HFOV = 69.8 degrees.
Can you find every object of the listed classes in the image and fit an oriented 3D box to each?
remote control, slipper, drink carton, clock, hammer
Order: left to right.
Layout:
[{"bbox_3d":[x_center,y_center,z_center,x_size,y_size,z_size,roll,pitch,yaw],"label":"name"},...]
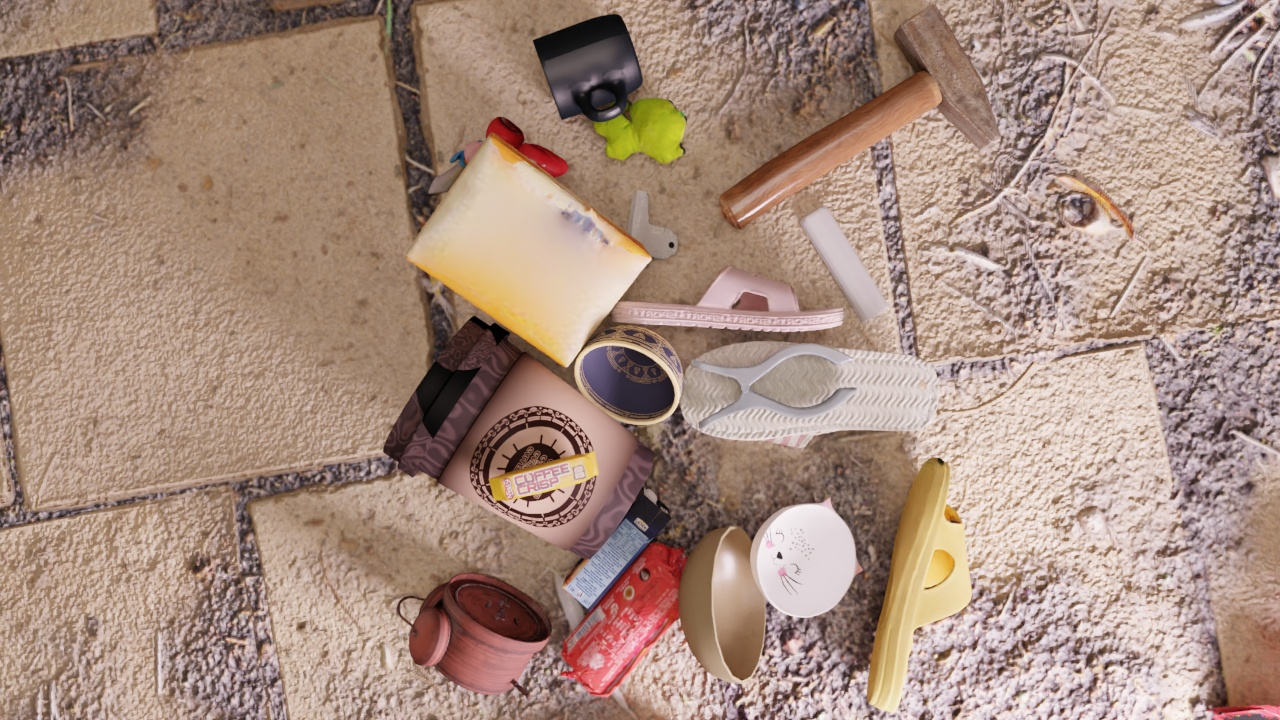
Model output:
[{"bbox_3d":[-0.172,0.275,0.938,0.157,0.120,0.072,27,98,-6],"label":"clock"},{"bbox_3d":[-0.023,0.195,0.959,0.040,0.064,0.130,41,90,0],"label":"drink carton"},{"bbox_3d":[0.087,-0.064,0.946,0.239,0.094,0.064,2,93,8],"label":"slipper"},{"bbox_3d":[0.174,0.037,0.962,0.263,0.052,0.115,-1,91,6],"label":"slipper"},{"bbox_3d":[0.218,-0.103,0.980,0.033,0.012,0.131,-32,89,1],"label":"remote control"},{"bbox_3d":[0.219,-0.227,0.970,0.301,0.037,0.158,-31,88,2],"label":"hammer"},{"bbox_3d":[0.292,0.233,0.931,0.078,0.099,0.263,14,94,11],"label":"slipper"}]

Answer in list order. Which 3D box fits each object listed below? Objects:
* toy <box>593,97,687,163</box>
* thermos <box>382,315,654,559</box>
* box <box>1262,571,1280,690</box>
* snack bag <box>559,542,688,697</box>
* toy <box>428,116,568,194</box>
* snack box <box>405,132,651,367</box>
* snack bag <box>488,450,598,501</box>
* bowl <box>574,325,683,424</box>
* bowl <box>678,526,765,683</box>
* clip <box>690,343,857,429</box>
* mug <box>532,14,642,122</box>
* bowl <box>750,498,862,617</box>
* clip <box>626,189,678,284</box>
[{"bbox_3d":[0.002,-0.246,0.979,0.093,0.036,0.094,-29,82,6],"label":"toy"},{"bbox_3d":[-0.115,0.084,0.919,0.226,0.172,0.172,33,90,-4],"label":"thermos"},{"bbox_3d":[0.772,0.236,0.803,0.217,0.352,0.197,27,53,4],"label":"box"},{"bbox_3d":[-0.010,0.269,0.950,0.082,0.082,0.176,40,91,2],"label":"snack bag"},{"bbox_3d":[-0.159,-0.182,0.960,0.124,0.096,0.132,37,114,5],"label":"toy"},{"bbox_3d":[-0.108,-0.107,0.906,0.195,0.080,0.145,35,100,-16],"label":"snack box"},{"bbox_3d":[-0.087,0.106,0.836,0.099,0.020,0.026,-13,97,-7],"label":"snack bag"},{"bbox_3d":[-0.006,0.006,0.953,0.112,0.113,0.061,24,46,2],"label":"bowl"},{"bbox_3d":[0.077,0.244,0.923,0.051,0.152,0.152,-8,89,25],"label":"bowl"},{"bbox_3d":[0.136,0.042,0.924,0.163,0.028,0.112,-5,88,8],"label":"clip"},{"bbox_3d":[-0.048,-0.293,0.946,0.094,0.085,0.121,-20,60,1],"label":"mug"},{"bbox_3d":[0.161,0.203,0.951,0.114,0.051,0.114,1,87,-19],"label":"bowl"},{"bbox_3d":[0.006,-0.128,0.986,0.056,0.056,0.102,9,91,46],"label":"clip"}]
